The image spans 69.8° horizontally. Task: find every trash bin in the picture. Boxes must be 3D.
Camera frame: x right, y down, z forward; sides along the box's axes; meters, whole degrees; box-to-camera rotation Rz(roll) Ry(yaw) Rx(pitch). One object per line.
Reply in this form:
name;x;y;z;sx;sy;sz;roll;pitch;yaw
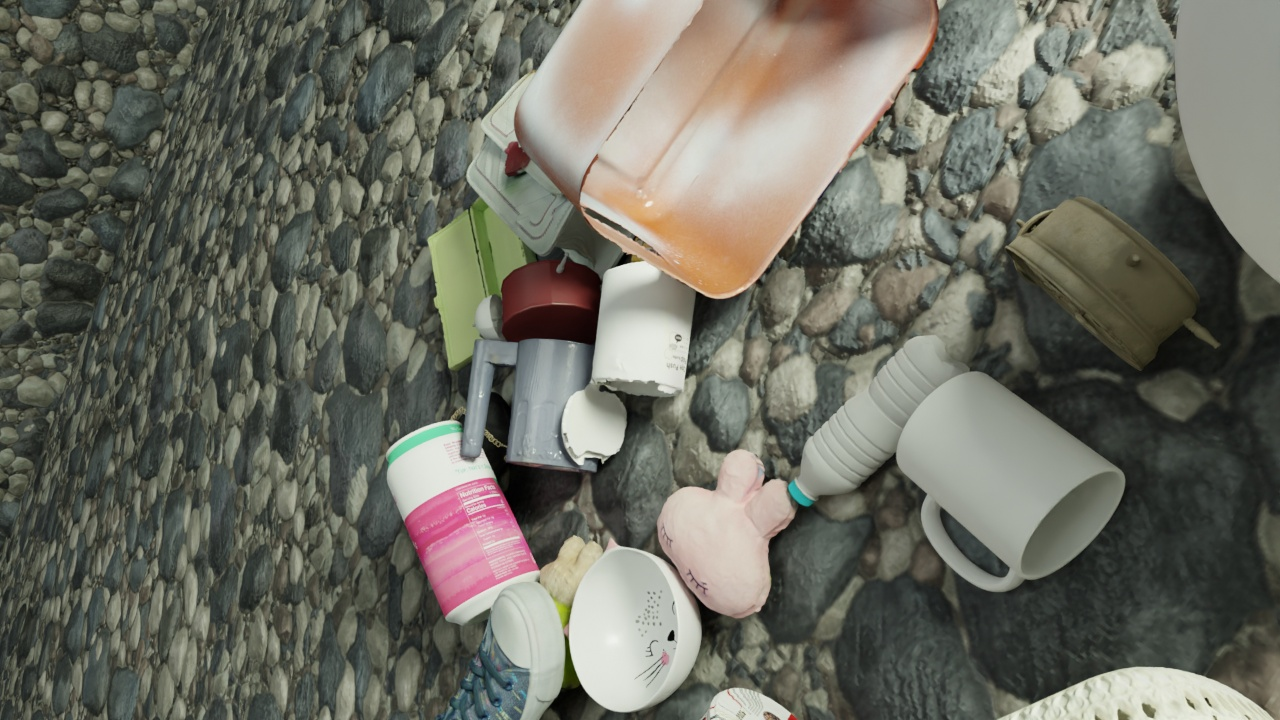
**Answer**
trash bin;0.049;-0.203;0.660;0.260;0.181;0.157;-55;43;12

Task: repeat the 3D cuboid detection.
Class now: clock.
clock;-0.087;-0.043;0.822;0.138;0.096;0.048;-26;58;36
clock;0.241;-0.053;0.494;0.055;0.093;0.140;-47;22;16

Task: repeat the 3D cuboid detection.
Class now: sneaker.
sneaker;-0.126;0.275;0.726;0.087;0.079;0.236;40;123;41

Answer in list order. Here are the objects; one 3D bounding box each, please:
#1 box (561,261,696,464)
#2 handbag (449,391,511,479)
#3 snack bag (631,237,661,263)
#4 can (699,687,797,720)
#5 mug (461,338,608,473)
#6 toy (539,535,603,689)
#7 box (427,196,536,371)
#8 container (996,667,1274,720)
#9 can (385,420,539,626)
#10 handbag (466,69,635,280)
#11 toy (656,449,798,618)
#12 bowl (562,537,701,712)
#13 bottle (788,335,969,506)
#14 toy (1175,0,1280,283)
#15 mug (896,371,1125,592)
box;-0.005;0.005;0.738;0.095;0.084;0.165;-2;76;37
handbag;-0.156;0.091;0.892;0.129;0.054;0.079;-51;57;18
snack bag;0.025;-0.091;0.776;0.099;0.020;0.026;11;87;48
can;0.052;0.278;0.572;0.116;0.086;0.086;-58;44;16
mug;-0.090;0.038;0.789;0.124;0.084;0.104;5;81;7
toy;-0.060;0.202;0.750;0.092;0.043;0.117;10;82;50
box;-0.166;-0.094;0.972;0.139;0.030;0.187;-37;53;26
container;0.186;0.238;0.384;0.252;0.184;0.143;-41;39;28
can;-0.159;0.143;0.810;0.088;0.088;0.166;-39;70;31
handbag;-0.074;-0.182;0.856;0.142;0.096;0.198;-59;42;13
toy;0.062;0.117;0.643;0.105;0.053;0.108;-55;44;10
bowl;0.003;0.198;0.677;0.115;0.050;0.114;-18;64;42
bottle;0.146;0.043;0.583;0.136;0.044;0.044;-49;47;24
toy;0.326;-0.129;0.296;0.266;0.262;0.280;23;76;46
mug;0.195;0.076;0.509;0.090;0.073;0.111;47;137;44
